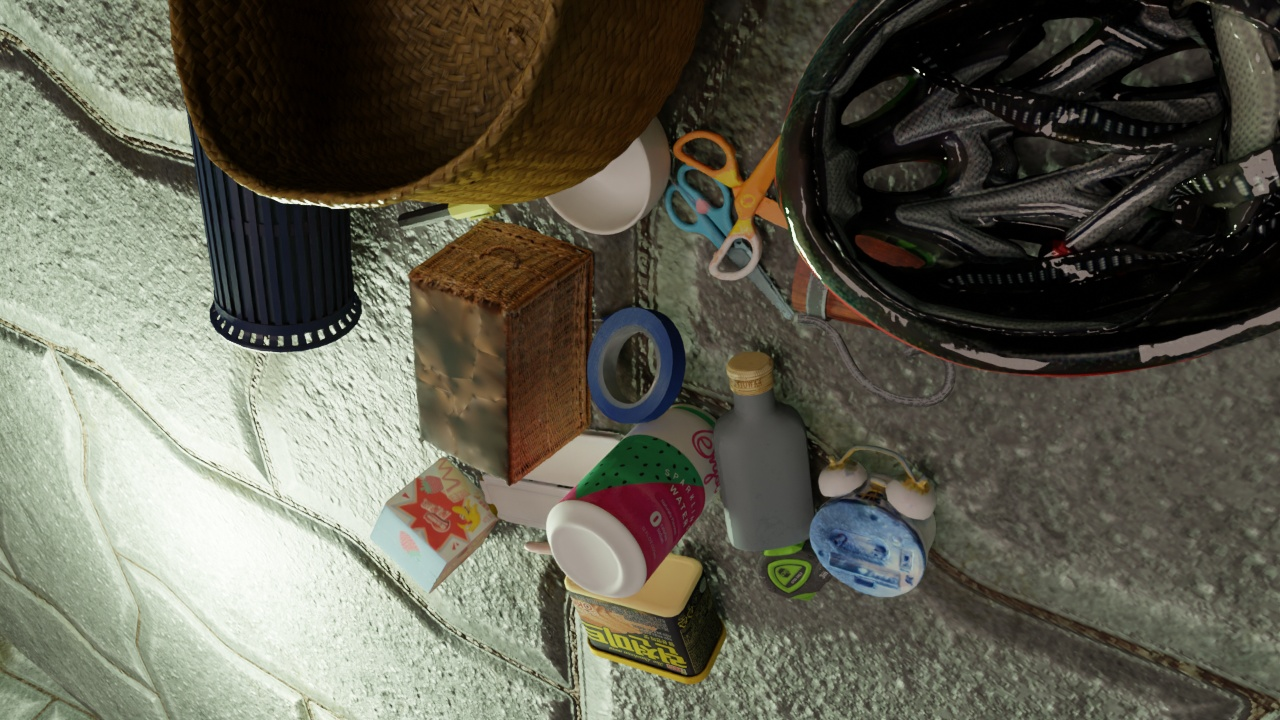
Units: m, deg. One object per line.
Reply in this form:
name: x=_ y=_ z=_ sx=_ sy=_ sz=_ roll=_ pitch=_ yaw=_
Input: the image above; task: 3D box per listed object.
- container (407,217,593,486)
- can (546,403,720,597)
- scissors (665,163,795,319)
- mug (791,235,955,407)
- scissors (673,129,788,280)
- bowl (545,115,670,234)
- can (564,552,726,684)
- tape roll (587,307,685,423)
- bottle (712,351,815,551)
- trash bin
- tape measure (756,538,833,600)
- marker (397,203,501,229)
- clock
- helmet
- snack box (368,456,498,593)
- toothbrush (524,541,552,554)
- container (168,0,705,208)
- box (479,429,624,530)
container: x=-0.118 y=-0.007 z=0.781 sx=0.114 sy=0.112 sz=0.199 roll=21 pitch=127 yaw=24
can: x=0.003 y=0.107 z=0.730 sx=0.088 sy=0.165 sz=0.088 roll=18 pitch=127 yaw=26
scissors: x=0.067 y=-0.082 z=0.667 sx=0.137 sy=0.015 sz=0.057 roll=53 pitch=132 yaw=1
mug: x=0.156 y=-0.036 z=0.574 sx=0.111 sy=0.081 sz=0.117 roll=19 pitch=92 yaw=20
scissors: x=0.073 y=-0.111 z=0.637 sx=0.125 sy=0.011 sz=0.129 roll=32 pitch=125 yaw=9
bowl: x=-0.024 y=-0.149 z=0.661 sx=0.105 sy=0.054 sz=0.105 roll=20 pitch=130 yaw=25
can: x=0.004 y=0.232 z=0.862 sx=0.131 sy=0.072 sz=0.101 roll=7 pitch=132 yaw=30
tape roll: x=-0.004 y=0.004 z=0.741 sx=0.091 sy=0.016 sz=0.093 roll=-7 pitch=83 yaw=40
bottle: x=0.094 y=0.071 z=0.714 sx=0.072 sy=0.046 sz=0.161 roll=-10 pitch=117 yaw=2
trash bin: x=-0.328 y=-0.147 z=0.826 sx=0.139 sy=0.138 sz=0.250 roll=26 pitch=129 yaw=20
tape measure: x=0.130 y=0.169 z=0.771 sx=0.058 sy=0.035 sz=0.066 roll=32 pitch=130 yaw=2
marker: x=-0.169 y=-0.129 z=0.803 sx=0.124 sy=0.017 sz=0.021 roll=-4 pitch=115 yaw=39
clock: x=0.177 y=0.119 z=0.692 sx=0.089 sy=0.051 sz=0.125 roll=13 pitch=125 yaw=30
helmet: x=0.203 y=-0.103 z=0.440 sx=0.272 sy=0.166 sz=0.217 roll=-4 pitch=97 yaw=25
snack box: x=-0.219 y=0.176 z=0.986 sx=0.093 sy=0.094 sz=0.080 roll=42 pitch=134 yaw=7
toothbrush: x=-0.050 y=0.199 z=0.935 sx=0.182 sy=0.015 sz=0.018 roll=-1 pitch=123 yaw=36
container: x=-0.109 y=-0.235 z=0.532 sx=0.308 sy=0.196 sz=0.307 roll=7 pitch=103 yaw=32
box: x=-0.083 y=0.117 z=0.902 sx=0.210 sy=0.023 sz=0.127 roll=5 pitch=123 yaw=35
